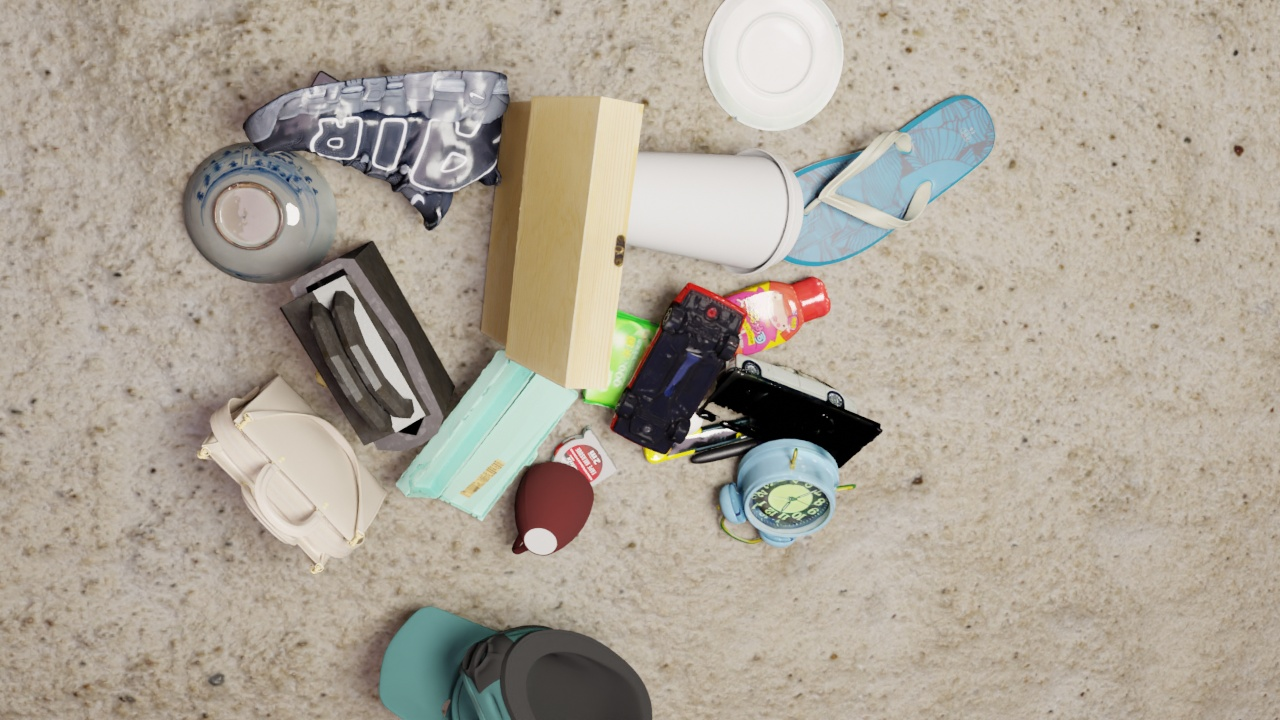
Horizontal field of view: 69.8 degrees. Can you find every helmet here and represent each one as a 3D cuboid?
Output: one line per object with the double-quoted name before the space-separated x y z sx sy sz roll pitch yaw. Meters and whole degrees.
"helmet" -0.132 0.374 1.001 0.275 0.201 0.176 43 48 -27

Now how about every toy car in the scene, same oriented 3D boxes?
"toy car" 0.167 0.047 1.037 0.191 0.071 0.094 20 135 -16
"toy car" 0.039 0.012 0.987 0.081 0.056 0.189 26 105 -9

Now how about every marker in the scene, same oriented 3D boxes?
"marker" 0.124 0.102 1.073 0.134 0.018 0.015 -13 117 -6

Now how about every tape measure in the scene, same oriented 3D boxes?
"tape measure" -0.066 0.114 1.046 0.062 0.020 0.060 -33 104 0

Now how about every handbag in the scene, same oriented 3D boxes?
"handbag" -0.350 0.121 0.913 0.101 0.198 0.194 -38 105 0
"handbag" -0.271 -0.001 0.899 0.102 0.199 0.197 -27 104 -2

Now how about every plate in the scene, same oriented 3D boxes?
"plate" 0.145 -0.328 0.988 0.157 0.014 0.157 -2 102 -8

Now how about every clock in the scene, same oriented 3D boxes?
"clock" 0.159 0.158 1.056 0.118 0.059 0.162 30 127 -17

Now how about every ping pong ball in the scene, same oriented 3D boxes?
"ping pong ball" 0.051 0.065 1.043 0.040 0.040 0.040 -2 102 -8

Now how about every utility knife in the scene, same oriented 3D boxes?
"utility knife" 0.088 0.087 1.065 0.172 0.020 0.029 -14 105 -7

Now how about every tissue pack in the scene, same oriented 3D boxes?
"tissue pack" -0.006 0.006 1.027 0.099 0.034 0.114 14 97 -10

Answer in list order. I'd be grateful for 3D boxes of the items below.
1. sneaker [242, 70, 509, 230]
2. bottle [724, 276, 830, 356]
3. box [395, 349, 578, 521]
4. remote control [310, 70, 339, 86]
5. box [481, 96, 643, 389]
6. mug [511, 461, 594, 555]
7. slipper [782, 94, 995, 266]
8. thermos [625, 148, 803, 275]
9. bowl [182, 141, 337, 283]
"sneaker" -0.245 -0.198 0.899 0.252 0.097 0.151 -13 107 -19
"bottle" 0.145 -0.053 1.028 0.134 0.048 0.071 -20 102 -4
"box" -0.165 0.081 0.999 0.187 0.052 0.138 -51 147 3
"remote control" -0.274 -0.239 0.941 0.140 0.021 0.045 30 93 -18
"box" -0.091 -0.122 0.879 0.068 0.253 0.247 3 101 -26
"mug" -0.109 0.180 1.010 0.087 0.088 0.114 38 115 -12
"slipper" 0.270 -0.194 1.013 0.295 0.060 0.118 -30 108 -1
"thermos" 0.044 -0.155 0.916 0.221 0.132 0.131 0 103 -35
"bowl" -0.388 -0.147 0.924 0.150 0.056 0.151 -2 102 -8
